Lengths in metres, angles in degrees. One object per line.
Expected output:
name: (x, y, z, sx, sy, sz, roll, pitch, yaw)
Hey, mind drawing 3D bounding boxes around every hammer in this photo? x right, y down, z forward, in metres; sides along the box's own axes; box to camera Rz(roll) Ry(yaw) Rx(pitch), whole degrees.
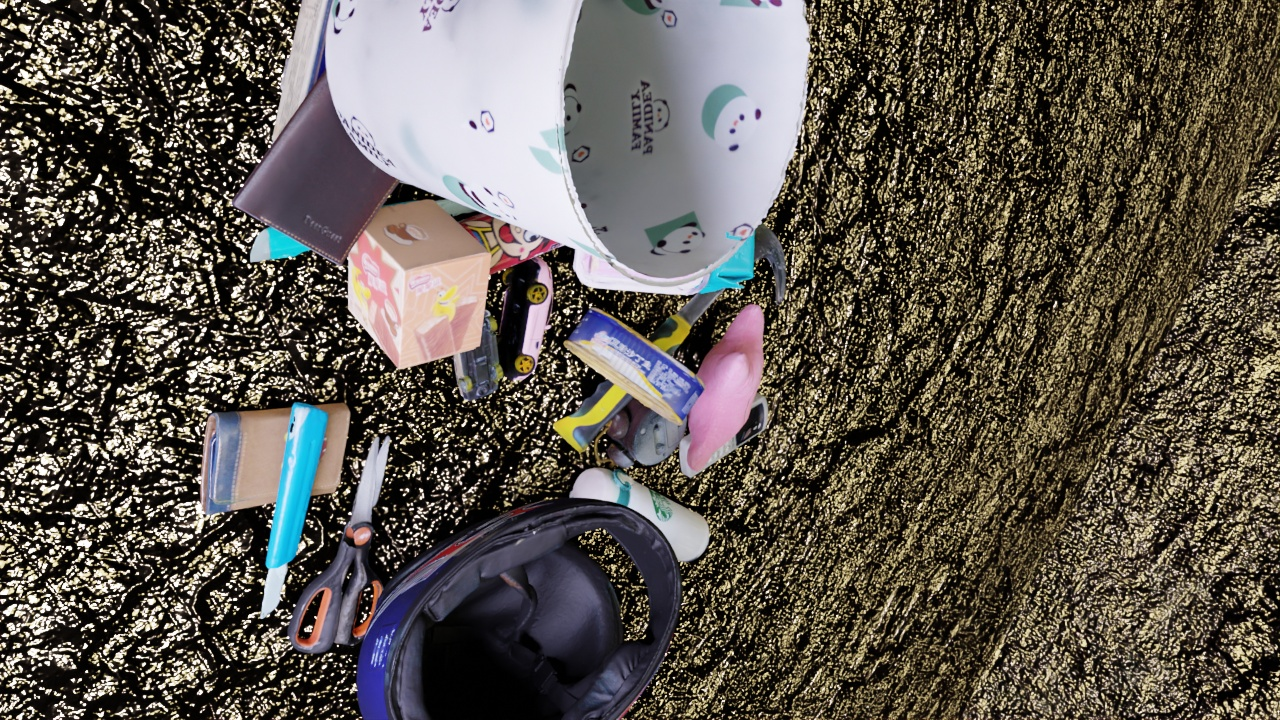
hammer: (0.034, -0.026, 1.004, 0.323, 0.126, 0.032, -47, 176, -6)

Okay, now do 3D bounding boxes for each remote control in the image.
remote control: (0.111, 0.097, 1.200, 0.149, 0.021, 0.058, -29, 130, -30)

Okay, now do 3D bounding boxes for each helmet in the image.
helmet: (-0.118, 0.271, 0.899, 0.315, 0.247, 0.241, -36, 177, -17)

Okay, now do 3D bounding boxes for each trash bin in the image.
trash bin: (-0.057, -0.186, 0.601, 0.228, 0.252, 0.230, -24, 123, -43)

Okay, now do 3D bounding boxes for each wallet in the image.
wallet: (-0.304, 0.081, 0.766, 0.115, 0.033, 0.090, -5, 114, -48)
wallet: (-0.221, -0.139, 0.666, 0.122, 0.020, 0.096, -54, 139, 0)

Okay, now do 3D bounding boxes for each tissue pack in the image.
tissue pack: (0.075, -0.136, 0.948, 0.050, 0.093, 0.133, 3, 92, -35)

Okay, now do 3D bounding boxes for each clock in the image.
clock: (-0.002, 0.078, 1.049, 0.121, 0.055, 0.082, -30, 132, -29)

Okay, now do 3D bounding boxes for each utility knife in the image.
utility knife: (-0.292, 0.127, 0.762, 0.034, 0.018, 0.194, -7, 114, -63)
utility knife: (-0.211, -0.115, 0.758, 0.222, 0.013, 0.029, -19, 126, -35)

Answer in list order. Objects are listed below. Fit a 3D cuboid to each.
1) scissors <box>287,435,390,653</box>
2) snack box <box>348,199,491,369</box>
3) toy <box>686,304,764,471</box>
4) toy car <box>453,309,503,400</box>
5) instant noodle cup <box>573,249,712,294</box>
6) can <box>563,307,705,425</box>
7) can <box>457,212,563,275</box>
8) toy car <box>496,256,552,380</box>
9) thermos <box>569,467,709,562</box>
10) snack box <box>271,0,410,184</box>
scissors: (-0.277, 0.176, 0.853, 0.142, 0.022, 0.235, -22, 127, -35)
snack box: (-0.182, -0.063, 0.744, 0.076, 0.093, 0.095, -19, 137, -37)
toy: (0.104, 0.024, 1.085, 0.178, 0.074, 0.195, -58, 169, -69)
toy car: (-0.157, -0.008, 0.858, 0.042, 0.035, 0.090, -25, 128, -36)
instant noodle cup: (0.008, -0.157, 0.890, 0.138, 0.060, 0.174, 4, 114, -13)
can: (-0.006, 0.006, 0.946, 0.049, 0.148, 0.075, -55, 177, -9)
can: (-0.117, -0.113, 0.824, 0.132, 0.053, 0.053, -27, 129, -32)
toy car: (-0.109, -0.040, 0.873, 0.037, 0.056, 0.122, -2, 114, -37)
thermos: (0.003, 0.185, 1.105, 0.224, 0.073, 0.073, 36, 85, -49)
snack box: (-0.172, -0.229, 0.707, 0.182, 0.046, 0.178, 5, 109, -46)
